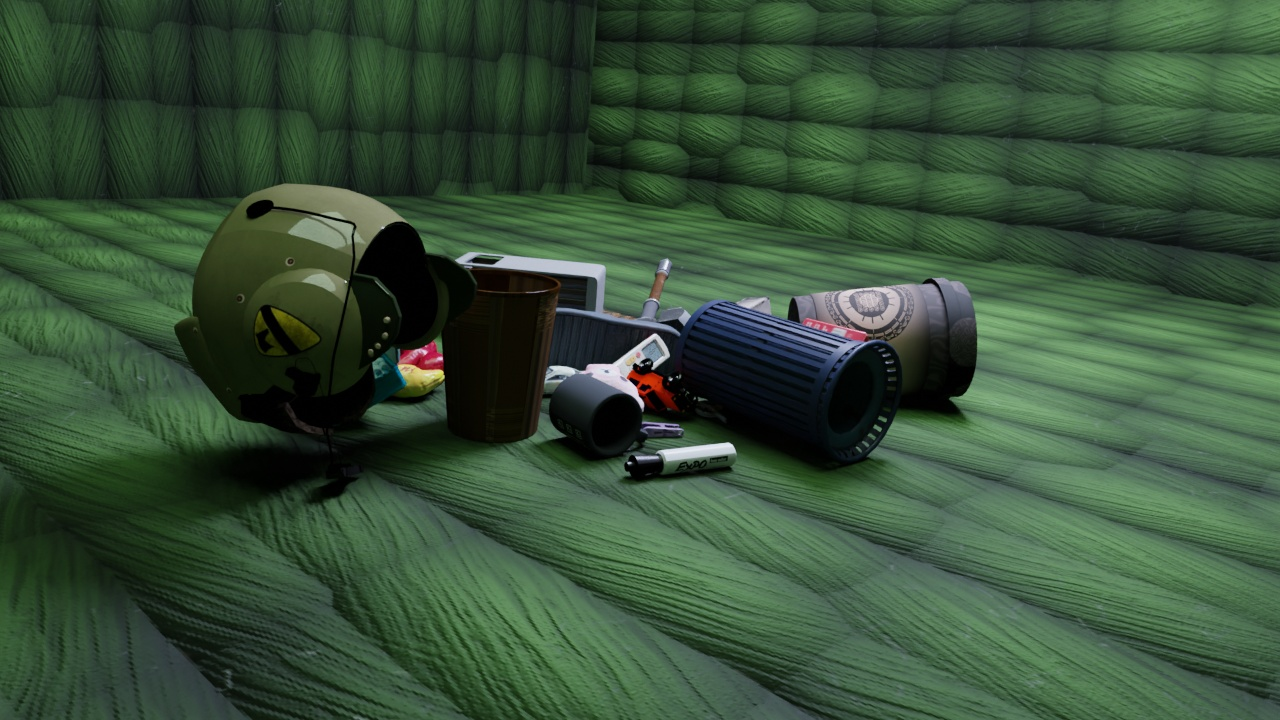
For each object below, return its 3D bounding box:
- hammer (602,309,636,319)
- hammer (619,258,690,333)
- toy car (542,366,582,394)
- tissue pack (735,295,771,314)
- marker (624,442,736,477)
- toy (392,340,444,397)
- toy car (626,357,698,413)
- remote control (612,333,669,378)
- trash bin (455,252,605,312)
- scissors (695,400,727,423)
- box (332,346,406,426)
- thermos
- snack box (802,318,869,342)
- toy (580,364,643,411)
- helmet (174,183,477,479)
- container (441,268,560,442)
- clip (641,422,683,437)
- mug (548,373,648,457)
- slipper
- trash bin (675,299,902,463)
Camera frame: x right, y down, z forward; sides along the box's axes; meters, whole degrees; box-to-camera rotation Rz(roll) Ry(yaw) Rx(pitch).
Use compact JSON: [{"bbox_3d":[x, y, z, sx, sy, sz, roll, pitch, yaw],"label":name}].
[{"bbox_3d":[0.013,-0.053,1.487,0.319,0.049,0.121,14,15,35],"label":"hammer"},{"bbox_3d":[0.023,-0.103,1.466,0.156,0.043,0.321,-9,26,14],"label":"hammer"},{"bbox_3d":[-0.110,0.026,1.170,0.105,0.033,0.048,-2,18,-20],"label":"toy car"},{"bbox_3d":[0.166,-0.036,1.372,0.071,0.104,0.181,-6,8,21],"label":"tissue pack"},{"bbox_3d":[0.041,0.103,0.945,0.125,0.025,0.025,-3,17,-28],"label":"marker"},{"bbox_3d":[-0.278,0.005,1.140,0.105,0.067,0.137,-1,22,-7],"label":"toy"},{"bbox_3d":[0.023,0.037,1.129,0.048,0.051,0.100,-48,39,-14],"label":"toy car"},{"bbox_3d":[-0.007,0.007,1.196,0.018,0.038,0.125,-25,9,47],"label":"remote control"},{"bbox_3d":[-0.177,-0.094,1.431,0.229,0.114,0.114,6,15,3],"label":"trash bin"},{"bbox_3d":[0.040,0.050,1.160,0.172,0.014,0.090,11,14,11],"label":"scissors"},{"bbox_3d":[-0.332,-0.023,1.080,0.083,0.172,0.227,31,-1,-33],"label":"box"},{"bbox_3d":[0.325,-0.027,1.271,0.226,0.173,0.172,-1,15,1],"label":"thermos"},{"bbox_3d":[0.221,0.014,1.159,0.089,0.132,0.021,18,-19,37],"label":"snack box"},{"bbox_3d":[-0.046,0.033,1.111,0.099,0.053,0.095,5,33,-5],"label":"toy"},{"bbox_3d":[-0.297,-0.033,0.854,0.233,0.256,0.249,10,16,9],"label":"helmet"},{"bbox_3d":[-0.158,-0.006,1.008,0.132,0.167,0.132,5,15,-1],"label":"container"},{"bbox_3d":[0.024,0.079,1.055,0.053,0.013,0.037,7,16,-3],"label":"clip"},{"bbox_3d":[-0.037,0.064,1.001,0.105,0.071,0.077,27,-3,-41],"label":"mug"},{"bbox_3d":[-0.068,-0.025,1.247,0.263,0.101,0.082,2,16,-24],"label":"slipper"},{"bbox_3d":[0.163,0.014,1.084,0.139,0.139,0.250,-8,21,-40],"label":"trash bin"}]
